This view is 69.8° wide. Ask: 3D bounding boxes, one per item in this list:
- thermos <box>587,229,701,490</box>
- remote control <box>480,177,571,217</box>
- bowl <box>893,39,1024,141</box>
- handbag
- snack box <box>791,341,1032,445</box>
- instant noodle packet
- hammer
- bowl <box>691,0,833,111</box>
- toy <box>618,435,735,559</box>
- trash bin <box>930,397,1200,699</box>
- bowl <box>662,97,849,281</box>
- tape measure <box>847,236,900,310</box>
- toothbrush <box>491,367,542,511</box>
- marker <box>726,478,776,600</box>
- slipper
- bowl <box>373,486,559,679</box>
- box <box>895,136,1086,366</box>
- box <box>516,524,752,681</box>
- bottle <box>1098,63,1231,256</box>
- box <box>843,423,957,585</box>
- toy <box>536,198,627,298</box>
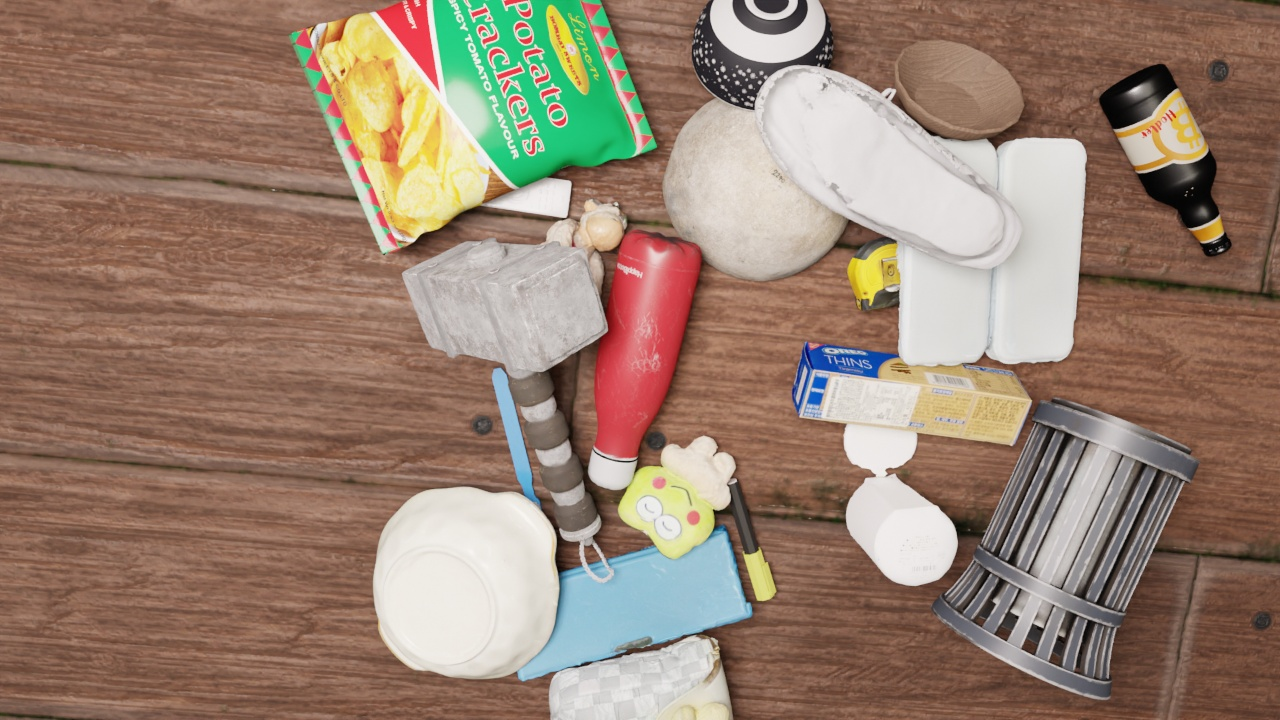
[{"bbox_3d":[-0.005,0.005,0.833,0.073,0.073,0.240,12,105,-5],"label":"thermos"},{"bbox_3d":[-0.129,-0.155,0.830,0.131,0.012,0.033,8,97,-4],"label":"remote control"},{"bbox_3d":[0.275,-0.232,0.808,0.118,0.030,0.117,5,57,-8],"label":"bowl"},{"bbox_3d":[0.002,0.342,0.866,0.171,0.123,0.113,-12,119,0],"label":"handbag"},{"bbox_3d":[0.248,0.030,0.853,0.206,0.057,0.056,8,121,-3],"label":"snack box"},{"bbox_3d":[-0.139,-0.227,0.776,0.252,0.090,0.195,-22,96,-3],"label":"instant noodle packet"},{"bbox_3d":[-0.086,0.052,0.807,0.079,0.177,0.326,-34,119,-34],"label":"hammer"},{"bbox_3d":[0.105,-0.277,0.767,0.120,0.066,0.120,0,66,-1],"label":"bowl"},{"bbox_3d":[0.039,0.125,0.868,0.092,0.046,0.115,40,86,12],"label":"toy"},{"bbox_3d":[0.392,0.162,0.841,0.164,0.164,0.227,22,94,-7],"label":"trash bin"},{"bbox_3d":[0.114,-0.157,0.810,0.178,0.081,0.178,-1,101,-4],"label":"bowl"},{"bbox_3d":[0.228,-0.082,0.849,0.065,0.037,0.064,-11,100,-1],"label":"tape measure"},{"bbox_3d":[-0.116,0.088,0.871,0.016,0.014,0.166,-13,99,-1],"label":"toothbrush"},{"bbox_3d":[0.106,0.175,0.895,0.021,0.017,0.124,-9,102,44],"label":"marker"},{"bbox_3d":[0.202,-0.160,0.756,0.246,0.074,0.112,28,92,-14],"label":"slipper"},{"bbox_3d":[-0.173,0.214,0.841,0.188,0.060,0.220,46,106,5],"label":"bowl"},{"bbox_3d":[0.321,-0.099,0.837,0.188,0.037,0.209,-1,98,-20],"label":"box"},{"bbox_3d":[-0.015,0.234,0.894,0.231,0.052,0.093,-16,84,-1],"label":"box"},{"bbox_3d":[0.488,-0.176,0.836,0.059,0.059,0.181,-33,100,3],"label":"bottle"},{"bbox_3d":[0.239,0.122,0.851,0.080,0.106,0.150,-8,99,-4],"label":"box"},{"bbox_3d":[-0.046,-0.098,0.822,0.105,0.074,0.085,-52,131,-15],"label":"toy"}]
